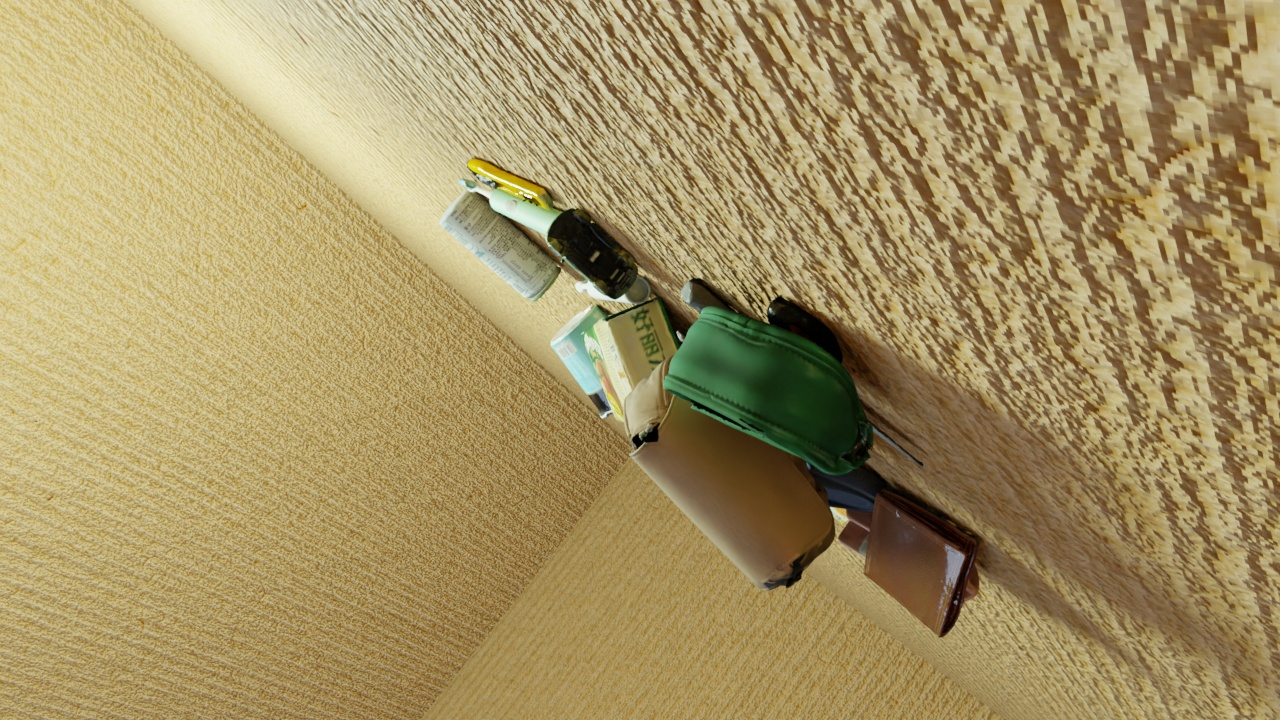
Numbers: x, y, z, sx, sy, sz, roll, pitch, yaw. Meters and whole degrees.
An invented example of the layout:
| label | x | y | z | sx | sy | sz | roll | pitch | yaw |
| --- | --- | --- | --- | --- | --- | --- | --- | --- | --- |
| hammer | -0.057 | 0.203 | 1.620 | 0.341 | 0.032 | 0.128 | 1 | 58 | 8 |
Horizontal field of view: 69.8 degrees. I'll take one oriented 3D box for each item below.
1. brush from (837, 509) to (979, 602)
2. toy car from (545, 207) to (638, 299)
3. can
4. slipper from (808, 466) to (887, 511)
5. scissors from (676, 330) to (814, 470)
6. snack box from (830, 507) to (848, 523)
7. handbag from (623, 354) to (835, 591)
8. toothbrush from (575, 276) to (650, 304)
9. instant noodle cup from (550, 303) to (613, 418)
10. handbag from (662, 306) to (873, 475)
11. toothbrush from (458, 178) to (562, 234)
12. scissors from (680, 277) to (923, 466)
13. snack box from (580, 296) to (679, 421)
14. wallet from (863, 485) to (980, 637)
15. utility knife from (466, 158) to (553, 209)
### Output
| label | x | y | z | sx | sy | sz | roll | pitch | yaw |
| --- | --- | --- | --- | --- | --- | --- | --- | --- | --- |
| brush | 0.272 | 0.193 | 0.921 | 0.146 | 0.063 | 0.073 | 32 | 167 | 41 |
| toy car | -0.044 | -0.093 | 0.798 | 0.091 | 0.043 | 0.036 | 43 | 173 | -26 |
| can | -0.166 | -0.136 | 1.088 | 0.146 | 0.058 | 0.058 | 41 | 173 | -17 |
| slipper | 0.119 | 0.119 | 0.950 | 0.268 | 0.083 | 0.110 | 16 | 164 | 34 |
| scissors | 0.097 | 0.038 | 0.811 | 0.140 | 0.012 | 0.171 | 34 | 165 | 42 |
| snack box | 0.219 | 0.150 | 1.062 | 0.077 | 0.027 | 0.156 | 38 | 173 | 14 |
| handbag | 0.077 | 0.086 | 0.746 | 0.204 | 0.100 | 0.147 | 45 | -162 | -4 |
| toothbrush | -0.036 | -0.075 | 0.942 | 0.027 | 0.026 | 0.221 | 67 | 166 | -12 |
| instant noodle cup | -0.049 | -0.006 | 1.187 | 0.120 | 0.111 | 0.111 | 48 | 172 | -10 |
| handbag | 0.089 | 0.022 | 0.632 | 0.131 | 0.068 | 0.120 | 24 | 175 | 43 |
| toothbrush | -0.124 | -0.153 | 0.902 | 0.027 | 0.026 | 0.224 | 16 | -170 | -40 |
| scissors | 0.117 | 0.006 | 0.689 | 0.221 | 0.021 | 0.234 | 36 | 172 | 24 |
| snack box | -0.006 | 0.006 | 0.974 | 0.240 | 0.063 | 0.114 | 164 | 83 | -81 |
| wallet | 0.257 | 0.187 | 0.859 | 0.101 | 0.032 | 0.125 | 35 | 140 | 40 |
| utility knife | -0.126 | -0.167 | 0.863 | 0.154 | 0.015 | 0.033 | 31 | 172 | 49 |
